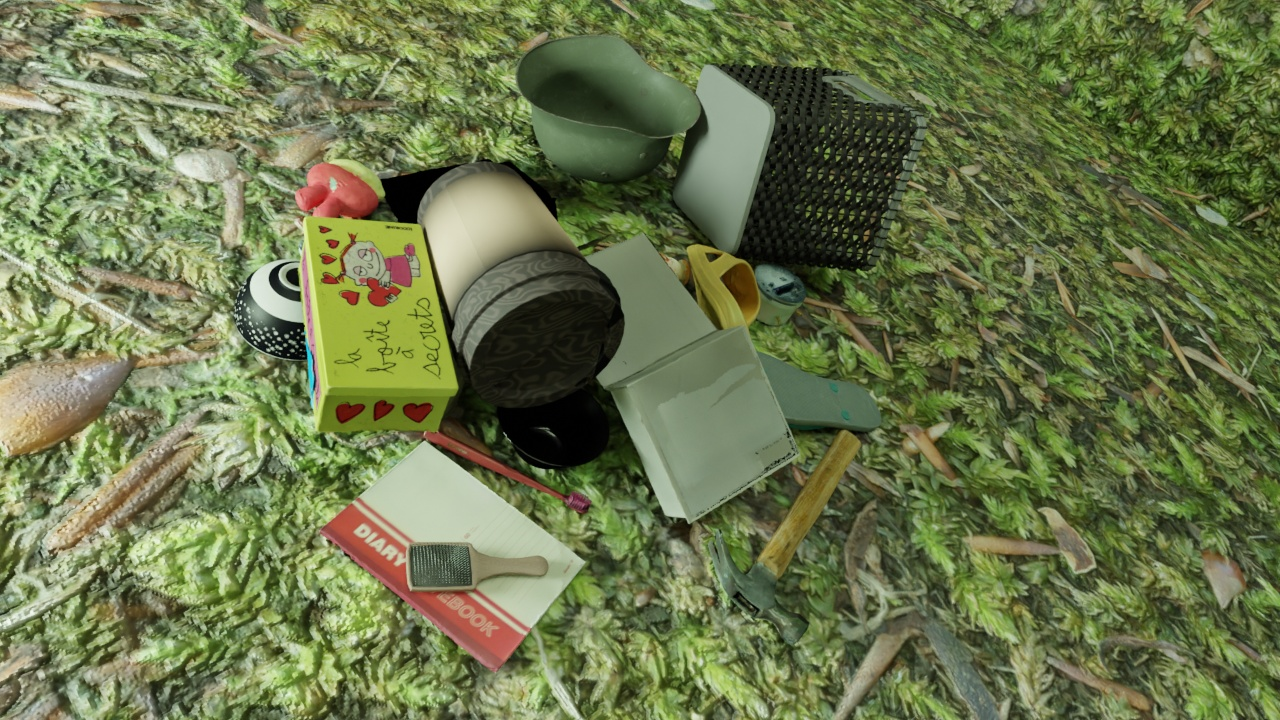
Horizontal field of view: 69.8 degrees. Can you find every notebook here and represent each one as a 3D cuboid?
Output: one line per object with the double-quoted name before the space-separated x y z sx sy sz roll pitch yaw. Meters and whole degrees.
"notebook" -0.175 0.180 0.878 0.209 0.012 0.152 35 42 8

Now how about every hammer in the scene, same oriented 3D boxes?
"hammer" 0.188 0.176 1.067 0.132 0.033 0.329 36 41 10

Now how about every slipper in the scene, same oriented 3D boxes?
"slipper" 0.114 -0.085 1.175 0.078 0.099 0.263 -19 28 1
"slipper" 0.207 0.057 1.190 0.268 0.055 0.098 15 44 -31

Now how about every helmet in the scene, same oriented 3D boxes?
"helmet" -0.050 -0.351 1.362 0.268 0.154 0.226 4 50 -3

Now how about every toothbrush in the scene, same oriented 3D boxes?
"toothbrush" -0.138 0.113 0.961 0.190 0.017 0.016 26 42 -3

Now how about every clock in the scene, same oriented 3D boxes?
"clock" 0.182 -0.105 1.323 0.083 0.057 0.117 -21 61 -40

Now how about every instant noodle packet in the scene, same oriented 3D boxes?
"instant noodle packet" -0.224 -0.201 1.165 0.162 0.084 0.221 -20 43 -23

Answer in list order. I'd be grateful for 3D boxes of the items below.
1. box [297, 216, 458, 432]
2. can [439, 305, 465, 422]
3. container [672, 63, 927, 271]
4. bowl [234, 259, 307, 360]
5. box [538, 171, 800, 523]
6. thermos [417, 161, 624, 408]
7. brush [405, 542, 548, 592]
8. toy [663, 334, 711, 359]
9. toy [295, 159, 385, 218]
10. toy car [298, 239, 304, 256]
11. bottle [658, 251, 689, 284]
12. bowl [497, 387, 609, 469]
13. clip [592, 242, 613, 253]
"box" -0.259 -0.036 0.886 0.124 0.079 0.220 3 46 -27
"can" -0.245 0.003 0.970 0.127 0.073 0.127 15 43 -15
"container" 0.219 -0.292 1.362 0.243 0.246 0.247 -2 34 -25
"bowl" -0.366 -0.066 0.979 0.120 0.067 0.120 15 43 -15
"box" 0.007 -0.036 1.027 0.165 0.109 0.418 -26 83 -27
"thermos" -0.136 -0.087 0.949 0.172 0.173 0.226 -5 48 -32
"brush" -0.150 0.191 0.860 0.135 0.015 0.049 5 48 -23
"toy" 0.074 0.013 1.158 0.092 0.043 0.117 -2 51 -26
"toy" -0.370 -0.208 1.135 0.091 0.045 0.134 29 37 -3
"toy car" -0.347 -0.123 1.072 0.048 0.033 0.105 41 29 19
"bottle" 0.013 -0.120 1.242 0.109 0.063 0.063 -2 49 -32
"bowl" -0.101 0.079 0.989 0.124 0.053 0.123 15 43 -15
"clip" -0.038 -0.141 1.267 0.061 0.025 0.045 12 42 -7
